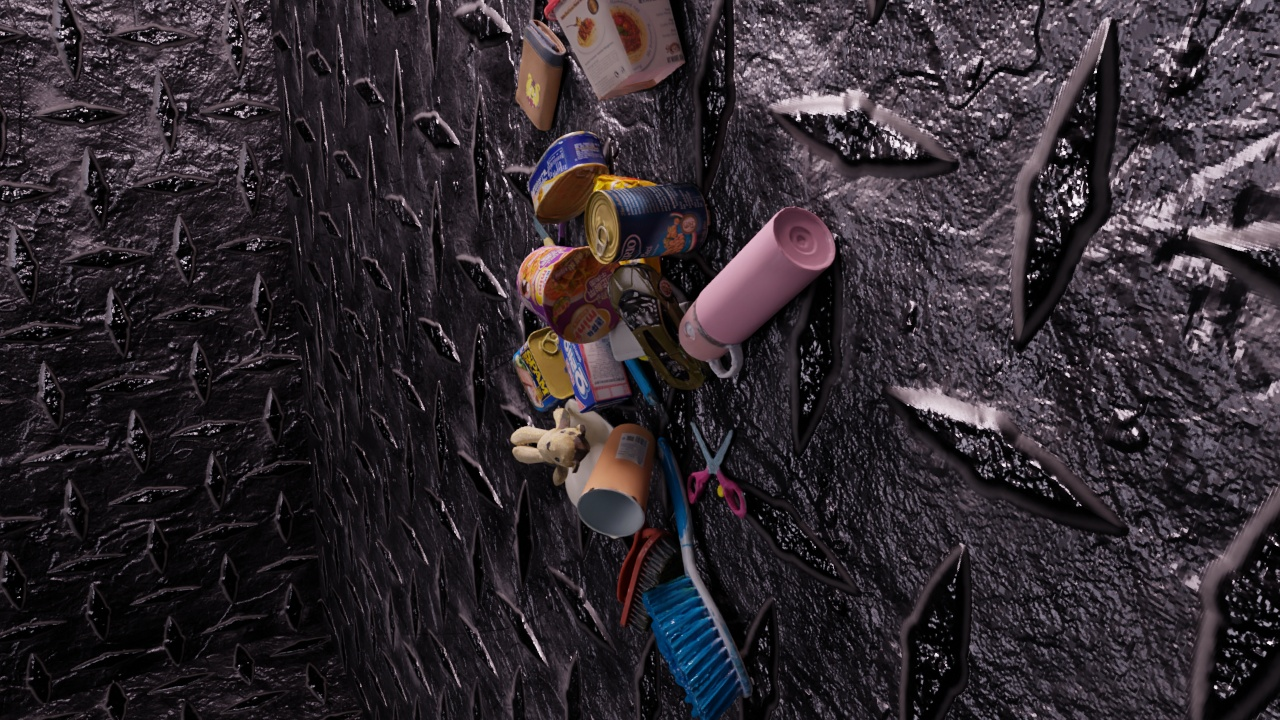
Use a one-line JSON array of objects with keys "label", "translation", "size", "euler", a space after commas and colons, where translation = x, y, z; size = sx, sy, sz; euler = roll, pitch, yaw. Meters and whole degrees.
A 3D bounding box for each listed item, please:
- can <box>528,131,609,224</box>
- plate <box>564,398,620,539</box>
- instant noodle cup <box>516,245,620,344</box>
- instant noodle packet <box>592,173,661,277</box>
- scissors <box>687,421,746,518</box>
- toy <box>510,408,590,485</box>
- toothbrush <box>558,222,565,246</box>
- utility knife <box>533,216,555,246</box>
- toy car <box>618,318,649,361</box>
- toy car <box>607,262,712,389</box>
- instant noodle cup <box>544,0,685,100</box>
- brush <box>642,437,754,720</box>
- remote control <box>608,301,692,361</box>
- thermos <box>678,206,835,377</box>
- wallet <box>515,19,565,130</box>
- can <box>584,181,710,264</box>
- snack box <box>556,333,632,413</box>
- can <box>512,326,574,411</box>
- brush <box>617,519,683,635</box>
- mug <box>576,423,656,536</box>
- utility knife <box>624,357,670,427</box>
[{"label": "can", "translation": [-0.090, -0.224, 1.137], "size": [0.148, 0.074, 0.049], "euler": [-40, 62, 58]}, {"label": "plate", "translation": [-0.052, 0.141, 1.226], "size": [0.164, 0.034, 0.164], "euler": [28, 122, 53]}, {"label": "instant noodle cup", "translation": [-0.085, -0.085, 1.064], "size": [0.099, 0.111, 0.112], "euler": [28, 122, 53]}, {"label": "instant noodle packet", "translation": [-0.014, -0.148, 1.062], "size": [0.111, 0.044, 0.128], "euler": [23, 121, 53]}, {"label": "scissors", "translation": [0.081, 0.124, 1.017], "size": [0.133, 0.017, 0.134], "euler": [64, 147, 33]}, {"label": "toy", "translation": [-0.125, 0.116, 1.243], "size": [0.158, 0.066, 0.105], "euler": [-4, 78, 53]}, {"label": "toothbrush", "translation": [-0.108, -0.117, 1.260], "size": [0.017, 0.014, 0.189], "euler": [28, 123, 45]}, {"label": "utility knife", "translation": [-0.088, -0.106, 1.140], "size": [0.183, 0.019, 0.031], "euler": [51, 149, 13]}, {"label": "toy car", "translation": [-0.008, -0.042, 1.097], "size": [0.105, 0.032, 0.048], "euler": [57, 143, 30]}, {"label": "toy car", "translation": [0.020, -0.034, 0.977], "size": [0.070, 0.042, 0.158], "euler": [-18, 115, 42]}, {"label": "instant noodle cup", "translation": [-0.020, -0.348, 0.954], "size": [0.117, 0.116, 0.124], "euler": [-14, 99, 60]}, {"label": "brush", "translation": [0.047, 0.249, 1.054], "size": [0.314, 0.109, 0.061], "euler": [64, 163, 11]}, {"label": "remote control", "translation": [0.013, -0.031, 1.042], "size": [0.125, 0.024, 0.049], "euler": [-13, 89, 40]}, {"label": "thermos", "translation": [0.105, -0.055, 0.867], "size": [0.199, 0.067, 0.087], "euler": [-47, 59, 53]}, {"label": "wallet", "translation": [-0.133, -0.374, 1.204], "size": [0.090, 0.033, 0.115], "euler": [56, 146, 33]}, {"label": "can", "translation": [0.007, -0.145, 0.961], "size": [0.075, 0.111, 0.075], "euler": [32, 128, 54]}, {"label": "snack box", "translation": [-0.073, -0.037, 1.182], "size": [0.057, 0.058, 0.207], "euler": [-36, 68, 57]}, {"label": "can", "translation": [-0.131, 0.015, 1.289], "size": [0.102, 0.057, 0.083], "euler": [64, 150, 7]}, {"label": "brush", "translation": [0.008, 0.264, 1.136], "size": [0.069, 0.063, 0.146], "euler": [35, 128, 33]}, {"label": "mug", "translation": [-0.022, 0.134, 1.072], "size": [0.122, 0.078, 0.078], "euler": [-72, 1, -49]}, {"label": "utility knife", "translation": [-0.007, 0.007, 1.118], "size": [0.182, 0.018, 0.034], "euler": [61, -176, 25]}]
